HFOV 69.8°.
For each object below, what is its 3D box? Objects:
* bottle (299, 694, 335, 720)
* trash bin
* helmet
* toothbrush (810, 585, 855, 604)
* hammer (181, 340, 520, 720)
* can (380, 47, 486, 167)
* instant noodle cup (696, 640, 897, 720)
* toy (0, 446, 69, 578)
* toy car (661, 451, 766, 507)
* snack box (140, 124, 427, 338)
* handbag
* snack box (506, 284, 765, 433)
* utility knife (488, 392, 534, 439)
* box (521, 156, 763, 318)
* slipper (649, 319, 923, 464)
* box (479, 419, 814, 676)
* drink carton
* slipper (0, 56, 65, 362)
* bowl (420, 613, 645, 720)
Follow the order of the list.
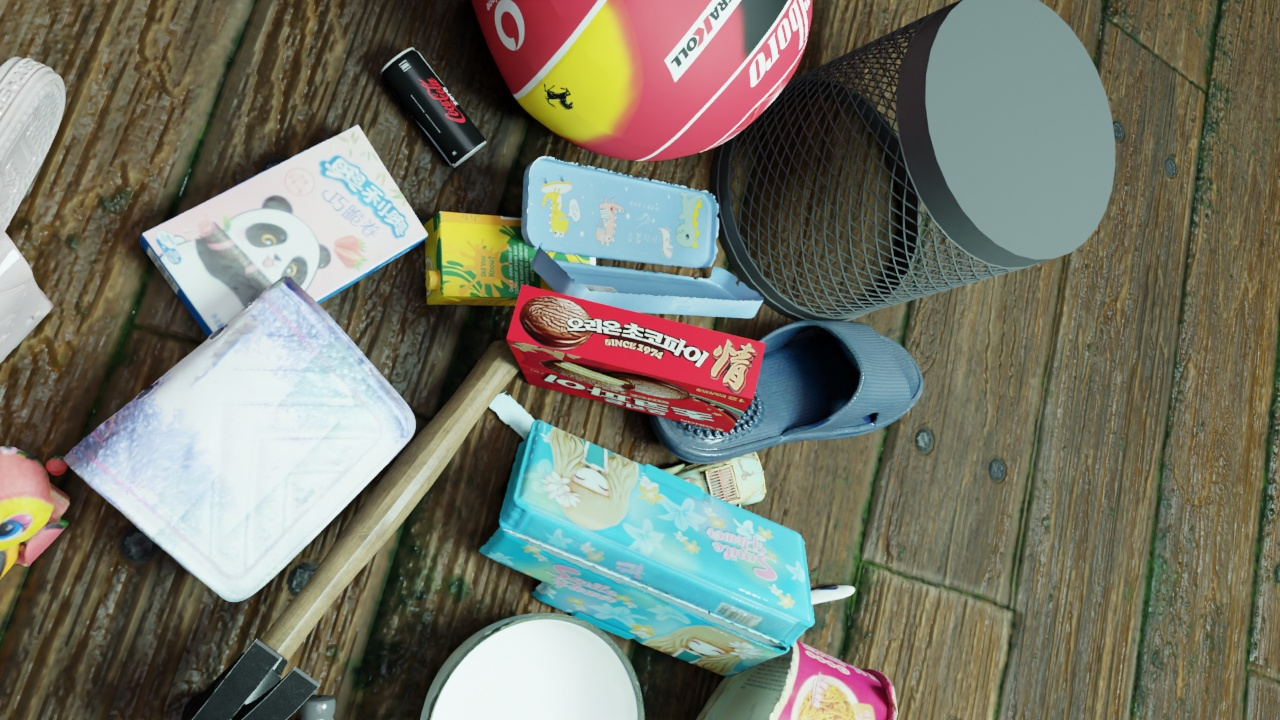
[{"bbox_3d":[-0.204,0.265,0.565,0.047,0.047,0.112,7,81,-27],"label":"bottle"},{"bbox_3d":[0.208,-0.150,0.721,0.217,0.228,0.217,3,84,-28],"label":"trash bin"},{"bbox_3d":[0.014,-0.265,0.649,0.224,0.198,0.270,38,61,-19],"label":"helmet"},{"bbox_3d":[0.102,0.199,0.752,0.188,0.016,0.017,-2,76,-28],"label":"toothbrush"},{"bbox_3d":[-0.165,0.101,0.575,0.040,0.133,0.304,42,59,-13],"label":"hammer"},{"bbox_3d":[-0.146,-0.178,0.647,0.031,0.032,0.080,-44,105,-24],"label":"can"},{"bbox_3d":[0.095,0.277,0.664,0.077,0.179,0.178,38,68,-2],"label":"instant noodle cup"},{"bbox_3d":[-0.361,0.085,0.500,0.084,0.046,0.103,42,77,-42],"label":"toy"},{"bbox_3d":[0.059,0.099,0.720,0.111,0.047,0.047,-12,87,-29],"label":"toy car"},{"bbox_3d":[-0.225,-0.078,0.595,0.153,0.033,0.088,-37,103,-26],"label":"snack box"},{"bbox_3d":[-0.233,0.045,0.551,0.158,0.069,0.126,-47,122,-23],"label":"handbag"},{"bbox_3d":[-0.004,0.004,0.616,0.152,0.133,0.035,14,77,2],"label":"snack box"},{"bbox_3d":[-0.033,0.104,0.692,0.227,0.019,0.030,45,61,-13],"label":"utility knife"},{"bbox_3d":[0.002,-0.080,0.676,0.209,0.047,0.122,0,62,-48],"label":"box"},{"bbox_3d":[0.131,0.010,0.731,0.263,0.083,0.101,-12,62,-28],"label":"slipper"},{"bbox_3d":[-0.003,0.151,0.662,0.226,0.117,0.097,25,30,-12],"label":"box"},{"bbox_3d":[-0.095,-0.070,0.658,0.122,0.041,0.058,0,85,-29],"label":"drink carton"},{"bbox_3d":[-0.352,-0.049,0.491,0.064,0.094,0.239,21,72,-20],"label":"slipper"},{"bbox_3d":[-0.080,0.244,0.618,0.153,0.073,0.153,3,83,-28],"label":"bowl"}]
